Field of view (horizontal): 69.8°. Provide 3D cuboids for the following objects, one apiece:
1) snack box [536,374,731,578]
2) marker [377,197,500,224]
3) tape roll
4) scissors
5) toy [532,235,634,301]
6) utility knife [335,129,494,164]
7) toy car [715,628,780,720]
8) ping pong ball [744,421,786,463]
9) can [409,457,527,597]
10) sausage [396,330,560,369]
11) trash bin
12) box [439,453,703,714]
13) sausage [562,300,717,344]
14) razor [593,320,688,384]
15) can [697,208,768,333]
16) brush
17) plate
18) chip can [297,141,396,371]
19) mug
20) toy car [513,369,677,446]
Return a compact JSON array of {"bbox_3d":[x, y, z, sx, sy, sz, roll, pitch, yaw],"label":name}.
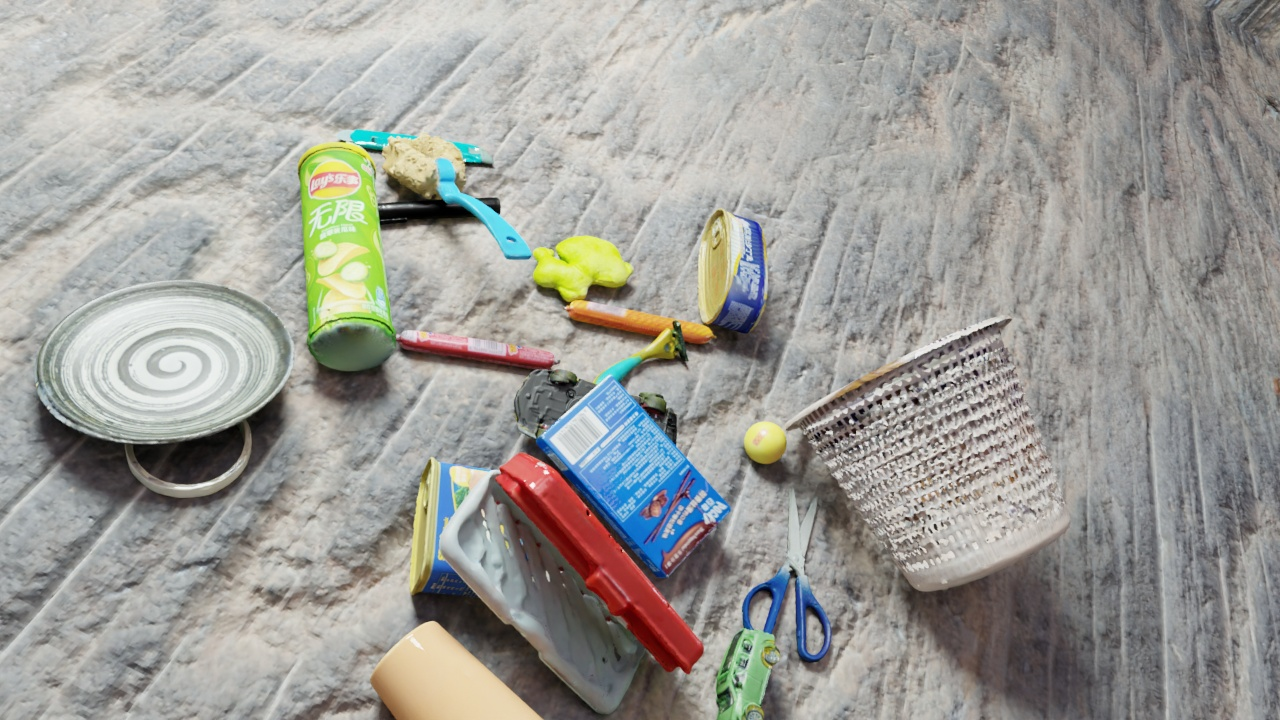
[{"bbox_3d":[-0.005,0.097,0.776,0.084,0.026,0.157,-42,91,-23],"label":"snack box"},{"bbox_3d":[-0.203,-0.150,0.918,0.131,0.020,0.022,-9,67,-29],"label":"marker"},{"bbox_3d":[-0.340,0.063,0.692,0.085,0.014,0.085,12,51,-16],"label":"tape roll"},{"bbox_3d":[0.128,0.184,0.817,0.141,0.012,0.170,-2,54,-26],"label":"scissors"},{"bbox_3d":[-0.060,-0.098,0.936,0.097,0.031,0.099,30,48,2],"label":"toy"},{"bbox_3d":[-0.235,-0.227,0.967,0.164,0.013,0.029,2,53,-23],"label":"utility knife"},{"bbox_3d":[0.080,0.253,0.718,0.036,0.043,0.091,28,46,-6],"label":"toy car"},{"bbox_3d":[0.119,0.078,0.874,0.040,0.040,0.040,13,50,-16],"label":"ping pong ball"},{"bbox_3d":[-0.129,0.132,0.708,0.083,0.057,0.102,11,51,-20],"label":"can"},{"bbox_3d":[-0.148,-0.010,0.834,0.155,0.020,0.020,9,51,-18],"label":"sausage"},{"bbox_3d":[0.275,0.093,0.837,0.226,0.228,0.192,-18,76,-34],"label":"trash bin"},{"bbox_3d":[-0.054,0.169,0.659,0.098,0.095,0.201,-44,112,-15],"label":"box"},{"bbox_3d":[0.001,-0.038,0.923,0.165,0.022,0.021,11,51,-17],"label":"sausage"},{"bbox_3d":[-0.005,0.005,0.882,0.028,0.043,0.132,15,36,42],"label":"razor"},{"bbox_3d":[0.098,-0.096,0.978,0.049,0.075,0.147,16,49,-17],"label":"can"},{"bbox_3d":[-0.172,-0.157,0.872,0.083,0.046,0.254,-5,33,-37],"label":"brush"},{"bbox_3d":[-0.363,0.003,0.709,0.179,0.024,0.179,10,42,-9],"label":"plate"},{"bbox_3d":[-0.262,-0.094,0.812,0.072,0.073,0.221,0,54,-25],"label":"chip can"},{"bbox_3d":[-0.120,0.239,0.618,0.123,0.078,0.078,42,49,16],"label":"mug"},{"bbox_3d":[-0.038,0.053,0.814,0.155,0.041,0.071,17,70,-15],"label":"toy car"}]
